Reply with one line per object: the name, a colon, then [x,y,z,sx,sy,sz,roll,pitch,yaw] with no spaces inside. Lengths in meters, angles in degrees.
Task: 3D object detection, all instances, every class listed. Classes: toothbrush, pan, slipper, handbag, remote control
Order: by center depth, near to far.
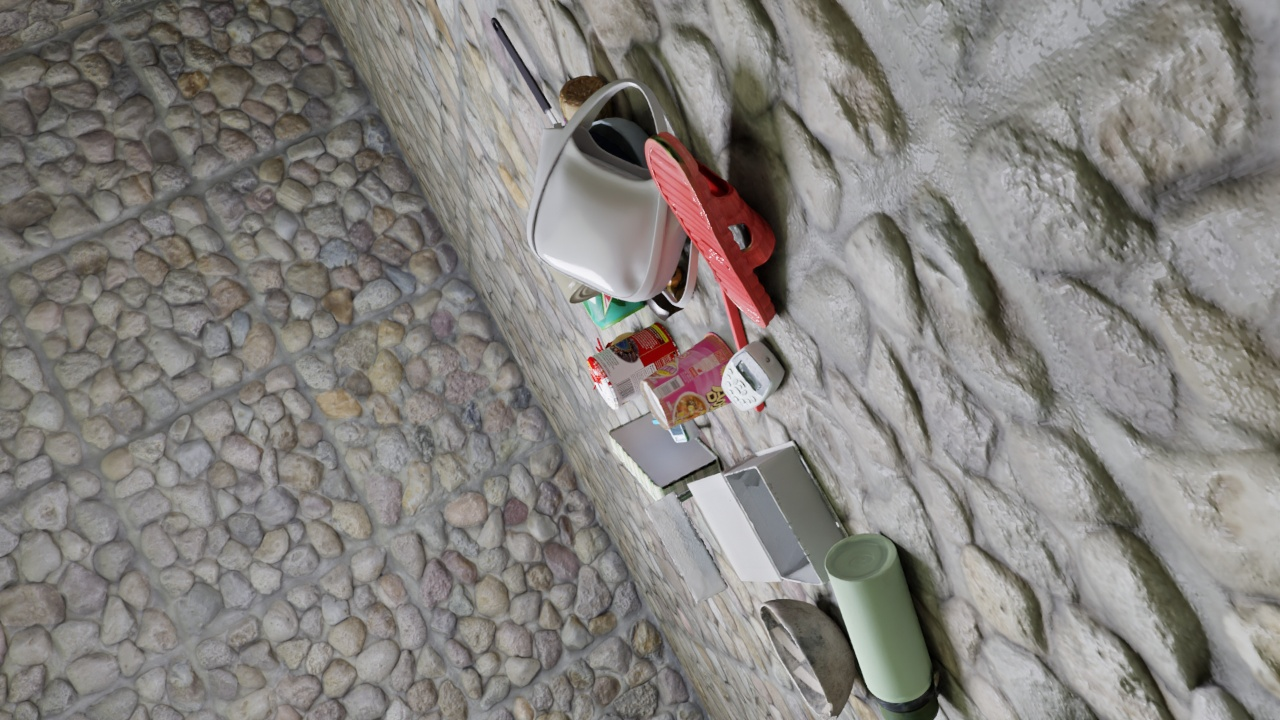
slipper: [0.084,-0.125,0.870,0.103,0.059,0.249,47,176,45]
handbag: [-0.013,-0.181,0.961,0.216,0.095,0.223,27,124,18]
remote control: [0.124,0.020,1.037,0.060,0.028,0.114,51,157,10]
toothbrush: [0.112,-0.026,1.058,0.018,0.012,0.213,43,157,55]
pan: [-0.079,-0.240,1.070,0.356,0.021,0.199,58,155,-6]

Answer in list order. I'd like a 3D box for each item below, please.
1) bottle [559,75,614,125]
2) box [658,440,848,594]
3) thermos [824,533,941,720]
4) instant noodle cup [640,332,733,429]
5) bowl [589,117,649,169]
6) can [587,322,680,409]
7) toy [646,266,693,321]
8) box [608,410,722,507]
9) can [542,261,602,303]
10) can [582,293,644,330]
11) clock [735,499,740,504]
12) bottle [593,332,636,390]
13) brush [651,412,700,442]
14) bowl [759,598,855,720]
bottle: [-0.056,-0.261,1.114,0.059,0.059,0.166,52,164,35]
box: [0.149,0.218,1.227,0.166,0.098,0.369,61,160,6]
thermos: [0.270,0.300,0.993,0.082,0.082,0.231,35,150,63]
instant noodle cup: [0.063,0.032,1.152,0.097,0.108,0.098,57,166,22]
bowl: [-0.013,-0.229,1.039,0.106,0.039,0.106,42,153,27]
can: [-0.008,0.008,1.351,0.086,0.116,0.087,57,166,22]
toy: [0.035,-0.095,1.126,0.100,0.062,0.076,95,-177,-54]
box: [0.038,0.153,1.482,0.205,0.117,0.051,40,150,54]
can: [-0.062,-0.140,1.236,0.073,0.127,0.128,58,167,7]
can: [-0.060,-0.123,1.349,0.144,0.083,0.083,61,167,-2]
clock: [0.148,0.232,1.374,0.122,0.043,0.091,53,164,33]
bottle: [-0.029,0.007,1.480,0.099,0.098,0.111,58,162,16]
brush: [0.052,0.088,1.423,0.075,0.055,0.136,67,168,1]
bowl: [0.243,0.400,1.273,0.178,0.081,0.179,57,166,22]
